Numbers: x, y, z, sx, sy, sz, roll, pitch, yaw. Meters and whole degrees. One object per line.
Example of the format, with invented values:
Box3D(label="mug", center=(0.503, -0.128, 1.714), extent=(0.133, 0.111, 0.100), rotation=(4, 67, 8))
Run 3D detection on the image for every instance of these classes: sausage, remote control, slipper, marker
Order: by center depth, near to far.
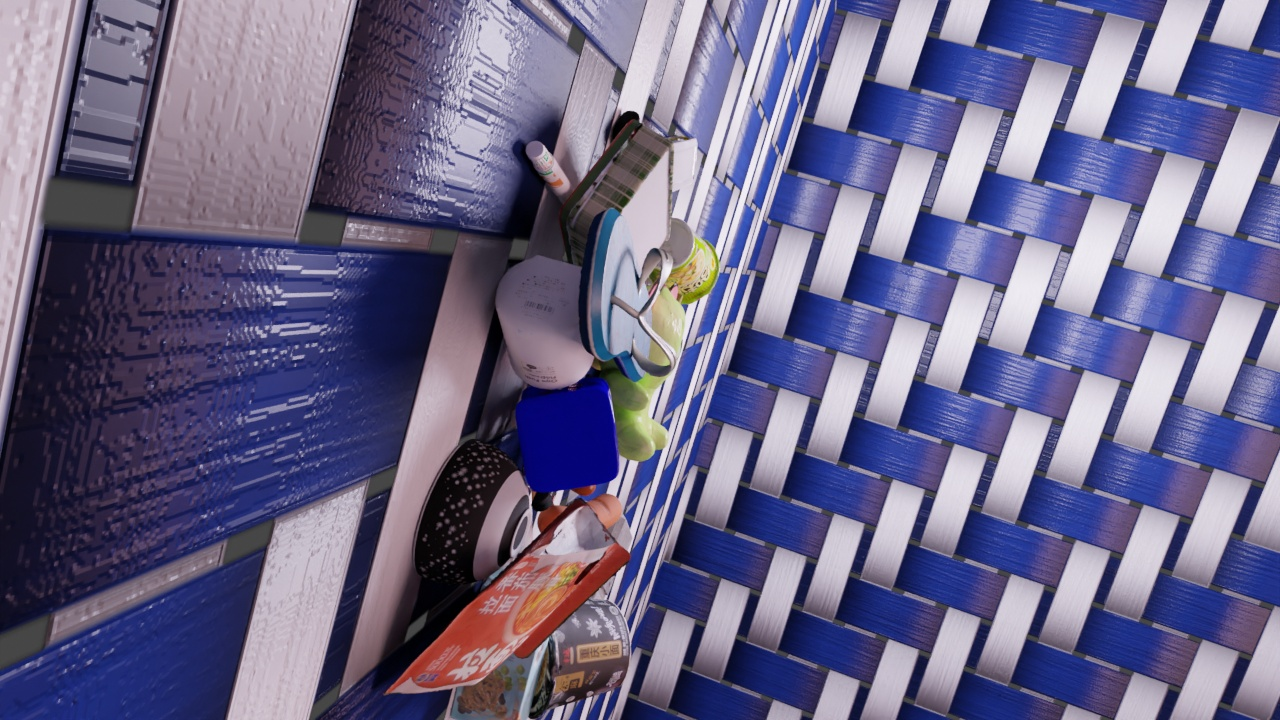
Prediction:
Box3D(label="marker", center=(-0.067, -0.145, 0.739), extent=(0.145, 0.017, 0.017), rotation=(41, 67, -80))
Box3D(label="slipper", center=(0.001, -0.044, 0.752), extent=(0.295, 0.060, 0.118), rotation=(58, 33, -77))
Box3D(label="remote control", center=(-0.074, 0.083, 0.920), extent=(0.033, 0.015, 0.146), rotation=(85, 25, -66))
Box3D(label="marker", center=(-0.125, 0.177, 0.998), extent=(0.134, 0.017, 0.020), rotation=(96, 14, -50))
Box3D(label="sausage", center=(-0.066, 0.178, 1.037), extent=(0.164, 0.039, 0.044), rotation=(6, 95, -67))

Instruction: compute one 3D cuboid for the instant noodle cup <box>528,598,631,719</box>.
Box3D(label="instant noodle cup", center=(-0.082, 0.334, 1.065), extent=(0.137, 0.112, 0.137), rotation=(-9, -101, 58))

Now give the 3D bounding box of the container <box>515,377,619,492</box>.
Box3D(label="container", center=(-0.063, 0.064, 0.812), extent=(0.113, 0.084, 0.085), rotation=(-139, -140, -85))

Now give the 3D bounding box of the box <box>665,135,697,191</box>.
Box3D(label="box", center=(0.031, -0.234, 1.098), extent=(0.209, 0.037, 0.064), rotation=(-46, 147, -68))

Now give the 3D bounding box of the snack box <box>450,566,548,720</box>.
Box3D(label="snack box", center=(-0.143, 0.312, 0.976), extent=(0.053, 0.075, 0.175), rotation=(-45, 152, -70))

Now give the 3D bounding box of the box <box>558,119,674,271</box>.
Box3D(label="box", center=(-0.019, -0.124, 0.848), extent=(0.117, 0.051, 0.206), rotation=(-57, 172, -11))

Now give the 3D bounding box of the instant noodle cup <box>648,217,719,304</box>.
Box3D(label="instant noodle cup", center=(0.046, -0.135, 1.187), extent=(0.108, 0.099, 0.099), rotation=(41, 67, -70))

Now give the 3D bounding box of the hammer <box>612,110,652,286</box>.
Box3D(label="hammer", center=(-0.018, -0.135, 1.011), extent=(0.324, 0.029, 0.126), rotation=(91, 19, -56))

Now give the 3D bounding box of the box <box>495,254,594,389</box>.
Box3D(label="box", center=(-0.065, -0.037, 0.771), extent=(0.156, 0.084, 0.125), rotation=(94, 11, -60))

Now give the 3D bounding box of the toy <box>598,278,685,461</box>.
Box3D(label="toy", center=(-0.006, 0.006, 0.989), extent=(0.150, 0.107, 0.197), rotation=(-21, 114, -77))

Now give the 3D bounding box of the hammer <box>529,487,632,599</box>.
Box3D(label="hammer", center=(-0.093, 0.218, 1.123), extent=(0.318, 0.083, 0.162), rotation=(77, 32, -58))

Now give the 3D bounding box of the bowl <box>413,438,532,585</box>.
Box3D(label="bowl", center=(-0.128, 0.131, 0.756), extent=(0.120, 0.066, 0.120), rotation=(19, 89, -80))

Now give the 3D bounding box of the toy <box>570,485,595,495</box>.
Box3D(label="toy", center=(-0.063, 0.086, 1.055), extent=(0.094, 0.065, 0.128), rotation=(-43, 145, -60))

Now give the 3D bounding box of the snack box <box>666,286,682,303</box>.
Box3D(label="snack box", center=(-0.008, -0.003, 1.192), extent=(0.121, 0.045, 0.180), rotation=(139, -25, -78))

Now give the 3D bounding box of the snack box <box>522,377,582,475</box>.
Box3D(label="snack box", center=(-0.088, 0.054, 0.939), extent=(0.050, 0.032, 0.141), rotation=(-57, 162, -57))

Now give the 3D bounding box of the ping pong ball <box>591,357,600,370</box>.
Box3D(label="ping pong ball", center=(-0.043, -0.009, 1.054), extent=(0.040, 0.040, 0.040), rotation=(19, 89, -80))

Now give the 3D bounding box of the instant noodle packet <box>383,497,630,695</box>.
Box3D(label="instant noodle packet", center=(-0.121, 0.211, 0.811), extent=(0.164, 0.084, 0.220), rotation=(-44, 165, 10))
